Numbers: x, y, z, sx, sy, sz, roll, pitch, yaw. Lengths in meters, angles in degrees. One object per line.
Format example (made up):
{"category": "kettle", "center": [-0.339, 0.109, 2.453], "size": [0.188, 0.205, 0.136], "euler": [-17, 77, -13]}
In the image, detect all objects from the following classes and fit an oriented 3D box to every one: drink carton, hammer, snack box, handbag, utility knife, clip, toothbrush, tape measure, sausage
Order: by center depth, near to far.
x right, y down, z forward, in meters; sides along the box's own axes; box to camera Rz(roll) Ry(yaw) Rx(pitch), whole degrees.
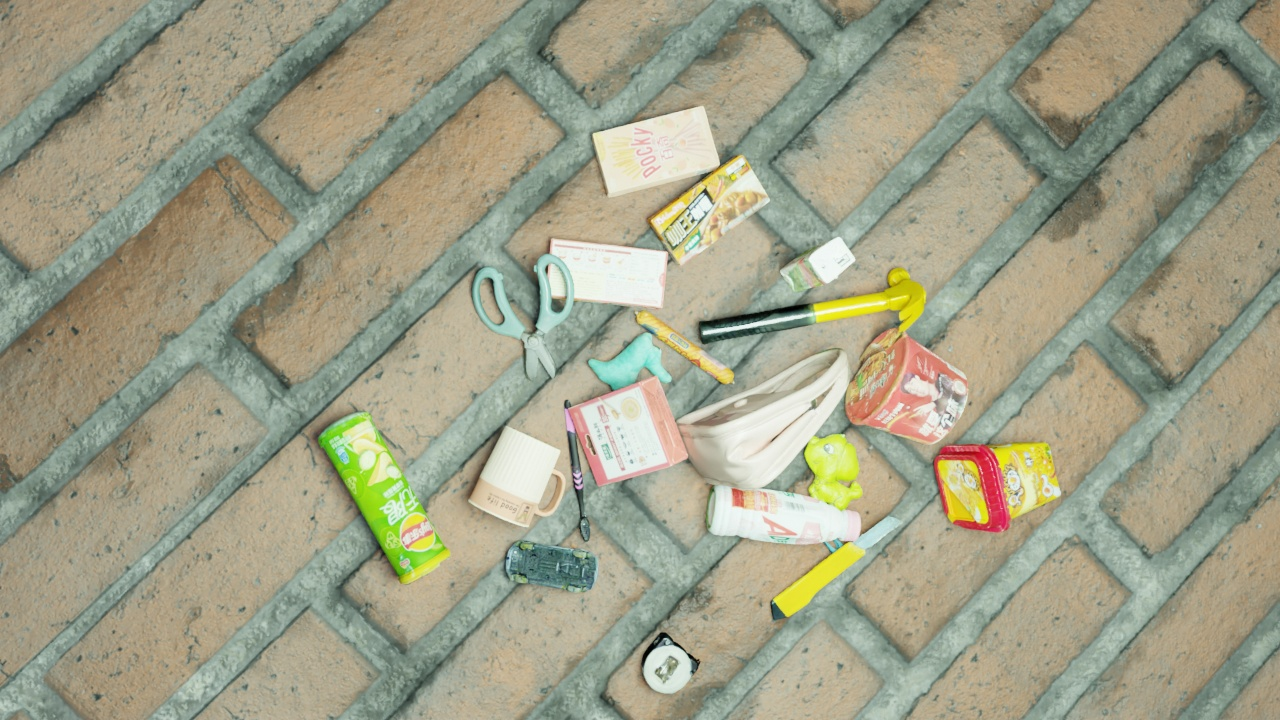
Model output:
{"category": "handbag", "center": [0.169, 0.060, 1.160], "size": [0.233, 0.193, 0.093], "euler": [-35, 98, -15]}
{"category": "snack box", "center": [-0.017, 0.092, 1.184], "size": [0.127, 0.044, 0.113], "euler": [-21, 90, 37]}
{"category": "drink carton", "center": [0.230, -0.122, 1.198], "size": [0.053, 0.122, 0.045], "euler": [-38, 93, -8]}
{"category": "tape measure", "center": [0.035, 0.400, 1.202], "size": [0.066, 0.033, 0.066], "euler": [39, 84, -2]}
{"category": "toothbrush", "center": [-0.084, 0.145, 1.208], "size": [0.014, 0.018, 0.189], "euler": [-8, 87, -5]}
{"category": "hammer", "center": [0.228, -0.062, 1.217], "size": [0.301, 0.128, 0.033], "euler": [-10, 119, 3]}
{"category": "snack box", "center": [-0.045, -0.114, 1.217], "size": [0.155, 0.027, 0.077], "euler": [6, 88, -5]}
{"category": "utility knife", "center": [0.260, 0.276, 1.226], "size": [0.216, 0.015, 0.033], "euler": [-38, 92, 3]}
{"category": "sausage", "center": [0.060, -0.017, 1.227], "size": [0.165, 0.021, 0.021], "euler": [35, 85, -3]}
{"category": "snack box", "center": [0.092, -0.201, 1.227], "size": [0.153, 0.026, 0.075], "euler": [-36, 105, -5]}
{"category": "snack box", "center": [0.021, -0.280, 1.231], "size": [0.157, 0.026, 0.084], "euler": [-16, 89, -7]}
{"category": "clip", "center": [0.266, 0.256, 1.241], "size": [0.047, 0.014, 0.057], "euler": [-40, 91, -4]}

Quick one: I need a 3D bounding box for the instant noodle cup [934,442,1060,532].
{"category": "instant noodle cup", "center": [0.479, 0.159, 1.224], "size": [0.123, 0.116, 0.116], "euler": [-12, 88, -18]}

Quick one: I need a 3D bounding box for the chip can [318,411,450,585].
{"category": "chip can", "center": [-0.323, 0.170, 1.154], "size": [0.072, 0.072, 0.221], "euler": [-30, 90, -6]}

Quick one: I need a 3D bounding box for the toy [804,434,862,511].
{"category": "toy", "center": [0.261, 0.149, 1.236], "size": [0.096, 0.031, 0.100], "euler": [23, 90, -4]}

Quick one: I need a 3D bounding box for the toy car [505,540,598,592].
{"category": "toy car", "center": [-0.114, 0.267, 1.191], "size": [0.121, 0.037, 0.054], "euler": [8, 87, 4]}

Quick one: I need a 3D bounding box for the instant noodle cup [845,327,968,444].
{"category": "instant noodle cup", "center": [0.352, 0.041, 1.203], "size": [0.108, 0.138, 0.138], "euler": [25, 85, -11]}

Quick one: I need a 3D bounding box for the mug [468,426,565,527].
{"category": "mug", "center": [-0.147, 0.153, 1.175], "size": [0.114, 0.082, 0.106], "euler": [28, 83, -31]}

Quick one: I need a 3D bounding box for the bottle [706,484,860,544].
{"category": "bottle", "center": [0.188, 0.207, 1.206], "size": [0.197, 0.068, 0.068], "euler": [8, 87, -5]}

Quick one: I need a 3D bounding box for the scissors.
{"category": "scissors", "center": [-0.161, -0.057, 1.199], "size": [0.171, 0.019, 0.177], "euler": [9, 103, 7]}

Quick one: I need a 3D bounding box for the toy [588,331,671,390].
{"category": "toy", "center": [-0.007, 0.007, 1.216], "size": [0.092, 0.030, 0.096], "euler": [-44, 98, -4]}
